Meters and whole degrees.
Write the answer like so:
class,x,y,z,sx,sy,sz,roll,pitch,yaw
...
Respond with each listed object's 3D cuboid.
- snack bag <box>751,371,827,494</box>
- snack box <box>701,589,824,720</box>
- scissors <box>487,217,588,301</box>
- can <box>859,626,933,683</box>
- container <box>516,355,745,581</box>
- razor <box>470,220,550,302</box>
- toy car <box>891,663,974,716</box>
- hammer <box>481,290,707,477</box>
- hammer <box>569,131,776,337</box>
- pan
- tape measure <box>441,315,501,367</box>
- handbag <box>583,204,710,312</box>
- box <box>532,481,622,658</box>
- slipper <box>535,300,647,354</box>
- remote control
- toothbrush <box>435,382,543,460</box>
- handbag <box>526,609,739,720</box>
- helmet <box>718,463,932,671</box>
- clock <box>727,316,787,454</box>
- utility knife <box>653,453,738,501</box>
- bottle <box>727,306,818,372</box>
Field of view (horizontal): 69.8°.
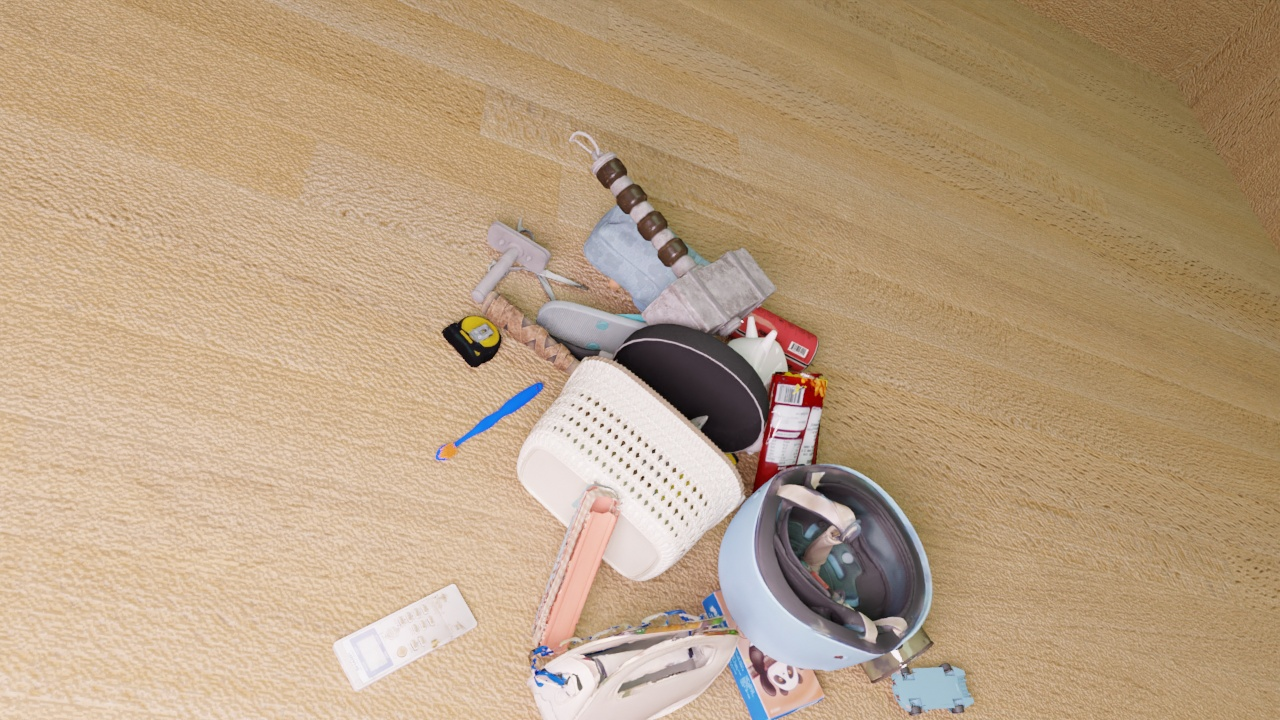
class,x,y,z,sx,sy,sz,roll,pitch,yaw
snack bag,0.193,0.119,1.179,0.138,0.067,0.208,0,96,-44
snack box,0.140,0.333,1.059,0.087,0.034,0.151,-5,58,-35
scissors,-0.146,-0.134,1.266,0.141,0.014,0.174,1,54,-28
can,0.295,0.334,1.113,0.089,0.090,0.074,-18,66,-39
container,-0.018,0.126,1.030,0.246,0.185,0.142,41,55,6
razor,-0.185,-0.120,1.203,0.088,0.047,0.116,31,55,1
toy car,0.354,0.409,1.135,0.107,0.028,0.060,4,54,-17
hammer,-0.064,0.022,1.122,0.319,0.122,0.048,38,45,3
hammer,0.021,-0.167,1.187,0.326,0.080,0.176,53,43,6
pan,-0.006,0.007,1.142,0.356,0.204,0.044,22,56,15
tape measure,-0.203,-0.027,1.133,0.061,0.034,0.061,46,44,7
handbag,0.010,-0.127,1.285,0.192,0.119,0.121,38,54,-10
box,-0.065,0.215,0.929,0.059,0.187,0.056,23,12,18
slipper,-0.005,-0.032,1.213,0.268,0.098,0.054,20,49,-15
remote control,-0.229,0.269,0.900,0.135,0.011,0.050,-20,68,-40
toothbrush,-0.174,0.069,1.086,0.182,0.018,0.016,-37,104,-43
handbag,-0.005,0.289,0.892,0.200,0.200,0.093,-4,54,-37
helmet,0.197,0.232,1.030,0.265,0.167,0.225,-7,64,-38
clock,0.158,0.035,1.225,0.125,0.073,0.161,-42,126,-52
utility knife,0.072,0.146,1.177,0.151,0.017,0.030,-21,64,-41
bottle,0.174,-0.046,1.358,0.176,0.062,0.062,26,46,-11
